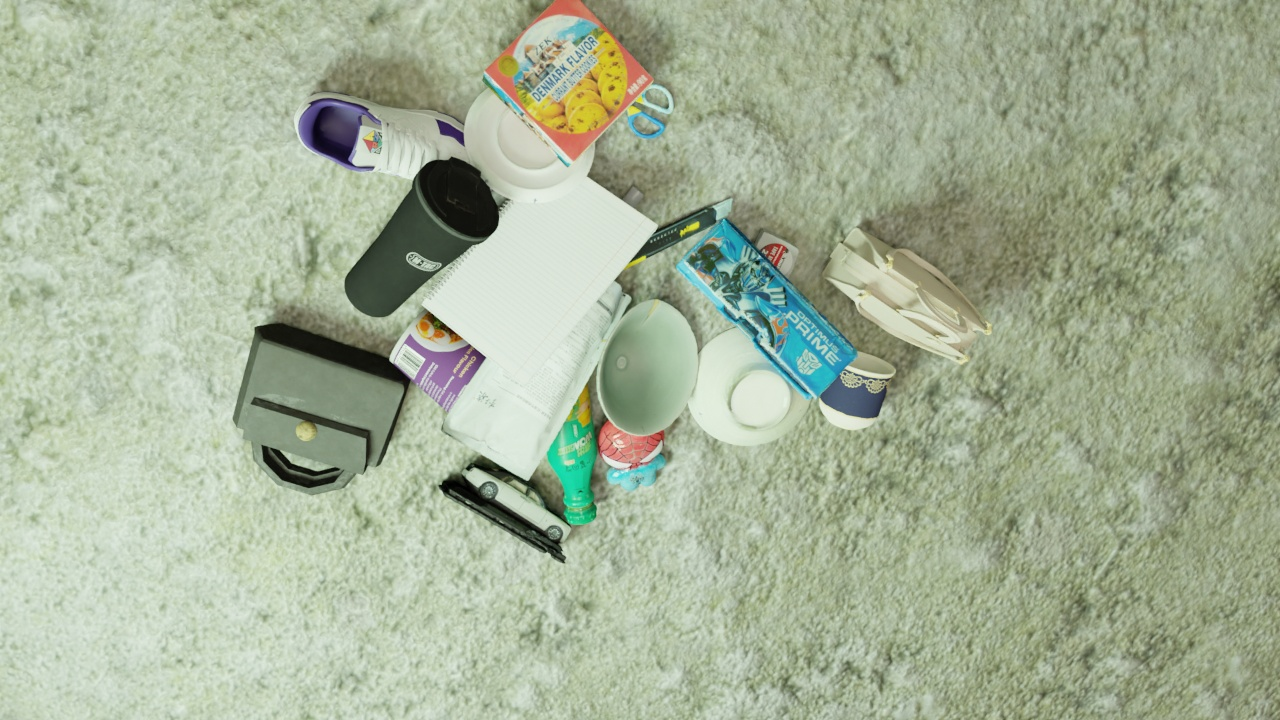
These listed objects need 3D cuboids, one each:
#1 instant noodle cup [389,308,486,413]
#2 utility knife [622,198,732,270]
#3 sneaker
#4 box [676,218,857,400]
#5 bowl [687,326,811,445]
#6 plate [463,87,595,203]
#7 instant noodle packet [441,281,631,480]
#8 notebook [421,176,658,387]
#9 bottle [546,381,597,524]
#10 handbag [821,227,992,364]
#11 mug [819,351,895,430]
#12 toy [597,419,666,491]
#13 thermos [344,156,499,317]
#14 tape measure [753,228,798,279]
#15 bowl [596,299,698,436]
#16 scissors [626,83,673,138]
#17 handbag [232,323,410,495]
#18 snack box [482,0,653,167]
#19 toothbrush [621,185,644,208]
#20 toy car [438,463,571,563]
[{"bbox_3d":[-0.239,-0.005,1.160,0.122,0.121,0.137,35,112,-4],"label":"instant noodle cup"},{"bbox_3d":[0.035,-0.159,1.173,0.188,0.020,0.029,-26,110,4],"label":"utility knife"},{"bbox_3d":[-0.285,-0.251,1.069,0.244,0.111,0.092,15,106,-9],"label":"sneaker"},{"bbox_3d":[0.157,-0.061,1.146,0.243,0.085,0.092,45,108,-1],"label":"box"},{"bbox_3d":[0.152,0.044,1.228,0.176,0.057,0.177,-1,109,-4],"label":"bowl"},{"bbox_3d":[-0.130,-0.265,1.092,0.157,0.014,0.157,2,83,-13],"label":"plate"},{"bbox_3d":[-0.123,0.002,1.129,0.147,0.057,0.269,36,81,-35],"label":"instant noodle packet"},{"bbox_3d":[-0.123,-0.114,1.094,0.178,0.013,0.245,37,83,19],"label":"notebook"},{"bbox_3d":[-0.092,0.120,1.230,0.068,0.068,0.210,-7,109,-2],"label":"bottle"},{"bbox_3d":[0.336,-0.071,1.129,0.194,0.197,0.101,30,104,-13],"label":"handbag"},{"bbox_3d":[0.294,0.042,1.232,0.111,0.086,0.089,-4,116,-40],"label":"mug"},{"bbox_3d":[-0.010,0.124,1.244,0.092,0.062,0.133,-9,120,2],"label":"toy"},{"bbox_3d":[-0.266,-0.136,1.085,0.106,0.105,0.219,43,127,-16],"label":"thermos"},{"bbox_3d":[0.169,-0.132,1.190,0.062,0.020,0.060,22,111,-10],"label":"tape measure"},{"bbox_3d":[-0.007,0.007,1.195,0.173,0.068,0.174,-8,102,-40],"label":"bowl"},{"bbox_3d":[-0.024,-0.316,1.119,0.130,0.022,0.070,18,106,-14],"label":"scissors"},{"bbox_3d":[-0.420,0.079,1.175,0.197,0.102,0.200,18,106,-10],"label":"handbag"},{"bbox_3d":[-0.084,-0.327,1.068,0.145,0.040,0.142,44,82,-11],"label":"snack box"},{"bbox_3d":[-0.061,-0.143,1.169,0.188,0.019,0.018,-50,149,12],"label":"toothbrush"},{"bbox_3d":[-0.174,0.198,1.251,0.191,0.094,0.071,35,82,-14],"label":"toy car"}]
